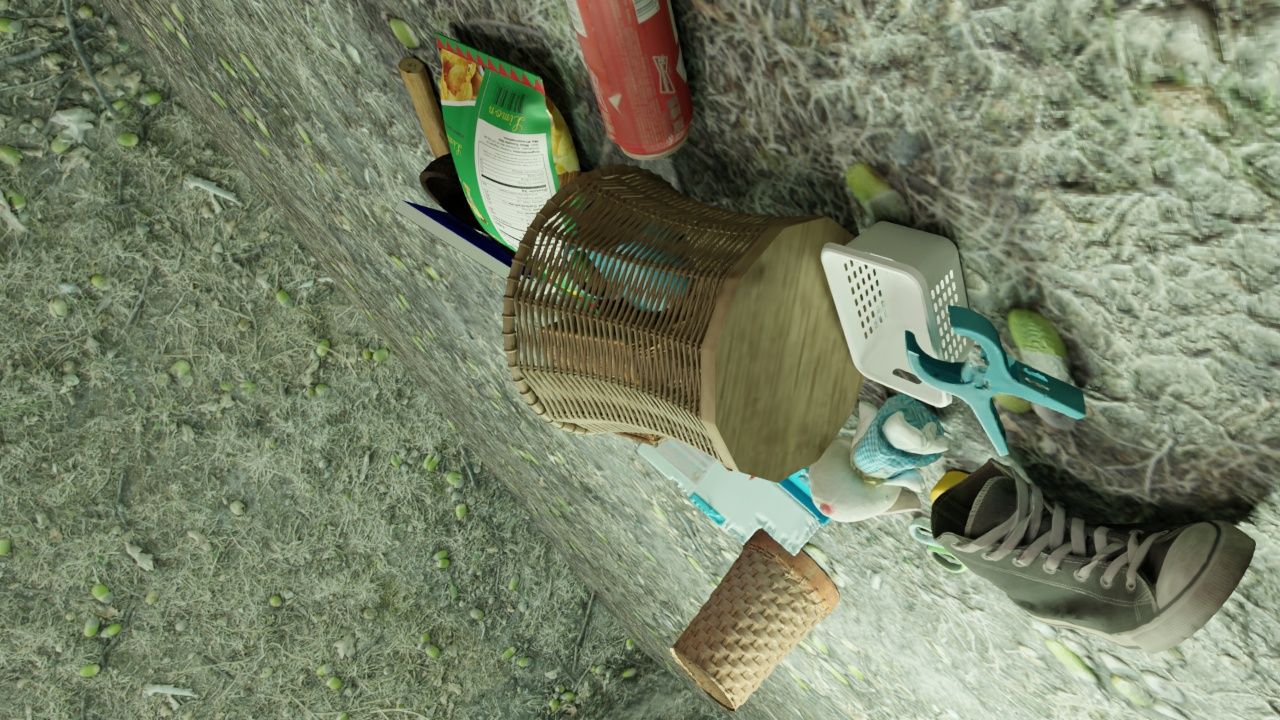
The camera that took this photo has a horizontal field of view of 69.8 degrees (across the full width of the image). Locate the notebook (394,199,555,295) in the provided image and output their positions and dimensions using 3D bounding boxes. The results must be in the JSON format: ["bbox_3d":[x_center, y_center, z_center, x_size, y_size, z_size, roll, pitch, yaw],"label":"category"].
[{"bbox_3d":[-0.180,-0.128,1.071,0.171,0.022,0.209,32,-175,-2],"label":"notebook"}]

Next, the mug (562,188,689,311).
[{"bbox_3d":[-0.015,-0.095,0.850,0.104,0.112,0.084,54,-156,-45],"label":"mug"}]

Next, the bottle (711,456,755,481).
[{"bbox_3d":[0.111,0.054,0.863,0.099,0.111,0.099,48,166,16],"label":"bottle"}]

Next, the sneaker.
[{"bbox_3d":[0.299,0.125,0.636,0.120,0.095,0.235,36,171,-1],"label":"sneaker"}]

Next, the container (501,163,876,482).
[{"bbox_3d":[0.043,-0.028,0.700,0.196,0.226,0.227,18,148,43],"label":"container"}]

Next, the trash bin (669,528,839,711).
[{"bbox_3d":[0.152,0.359,1.270,0.151,0.209,0.151,40,160,17],"label":"trash bin"}]

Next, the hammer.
[{"bbox_3d":[-0.235,-0.237,1.144,0.132,0.033,0.331,39,160,25],"label":"hammer"}]

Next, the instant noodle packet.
[{"bbox_3d":[-0.120,-0.181,0.903,0.195,0.090,0.253,36,149,42],"label":"instant noodle packet"}]

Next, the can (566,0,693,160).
[{"bbox_3d":[-0.008,-0.219,0.627,0.067,0.067,0.170,33,158,34],"label":"can"}]

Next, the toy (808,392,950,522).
[{"bbox_3d":[0.200,0.096,0.783,0.131,0.105,0.206,41,163,6],"label":"toy"}]

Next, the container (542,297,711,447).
[{"bbox_3d":[-0.006,0.006,0.962,0.199,0.113,0.113,12,120,56],"label":"container"}]

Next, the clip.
[{"bbox_3d":[0.211,0.018,0.594,0.113,0.028,0.127,-30,122,30],"label":"clip"}]

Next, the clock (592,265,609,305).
[{"bbox_3d":[-0.056,-0.112,0.995,0.124,0.044,0.087,55,160,-24],"label":"clock"}]

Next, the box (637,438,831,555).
[{"bbox_3d":[0.119,0.112,1.039,0.227,0.073,0.181,41,137,14],"label":"box"}]

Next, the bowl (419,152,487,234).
[{"bbox_3d":[-0.190,-0.202,1.068,0.121,0.056,0.121,27,164,8],"label":"bowl"}]

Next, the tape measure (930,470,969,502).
[{"bbox_3d":[0.278,0.123,0.784,0.059,0.030,0.068,38,160,18],"label":"tape measure"}]

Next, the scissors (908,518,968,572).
[{"bbox_3d":[0.320,0.182,0.848,0.072,0.033,0.176,55,164,-14],"label":"scissors"}]

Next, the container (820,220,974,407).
[{"bbox_3d":[0.181,-0.036,0.627,0.081,0.049,0.129,27,154,45],"label":"container"}]
